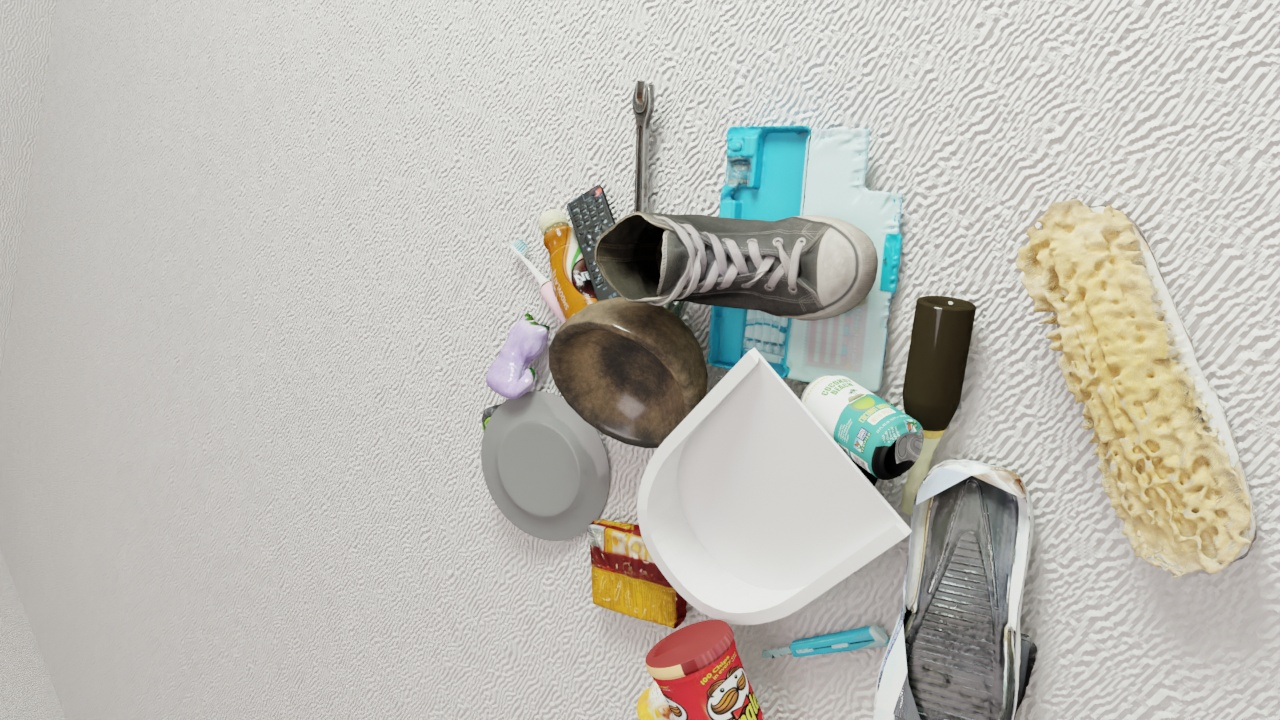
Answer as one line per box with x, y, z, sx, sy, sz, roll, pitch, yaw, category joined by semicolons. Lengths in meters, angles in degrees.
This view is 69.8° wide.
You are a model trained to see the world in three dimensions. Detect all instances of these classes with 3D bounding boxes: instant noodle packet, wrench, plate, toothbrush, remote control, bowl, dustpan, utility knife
-0.005;0.225;0.986;0.136;0.039;0.098;4;96;40;instant noodle packet
0.000;-0.152;0.949;0.070;0.010;0.273;-166;77;-70;wrench
-0.116;0.124;1.063;0.179;0.012;0.178;5;101;27;plate
-0.088;-0.063;1.041;0.026;0.027;0.222;-40;64;1;toothbrush
-0.039;-0.118;0.974;0.047;0.022;0.150;-29;59;17;remote control
-0.005;0.005;0.909;0.162;0.070;0.162;20;138;19;bowl
0.089;0.139;0.825;0.191;0.053;0.259;51;143;13;dustpan
0.168;0.266;0.852;0.141;0.015;0.022;-29;100;41;utility knife

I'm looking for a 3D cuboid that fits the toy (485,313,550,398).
-0.139;-0.002;1.071;0.080;0.036;0.099;30;88;47;toy

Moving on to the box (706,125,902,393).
0.146;-0.094;0.823;0.182;0.039;0.227;12;102;39;box

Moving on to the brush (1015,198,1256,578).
0.347;0.016;0.642;0.083;0.056;0.271;-24;78;39;brush

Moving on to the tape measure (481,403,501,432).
-0.164;0.084;1.118;0.059;0.035;0.065;-47;67;44;tape measure

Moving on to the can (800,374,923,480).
0.180;0.053;0.755;0.101;0.054;0.055;40;119;51;can

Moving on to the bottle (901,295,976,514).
0.236;0.041;0.752;0.045;0.045;0.185;18;113;39;bottle

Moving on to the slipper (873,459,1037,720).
0.257;0.212;0.738;0.111;0.063;0.264;7;90;32;slipper

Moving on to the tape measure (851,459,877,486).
0.174;0.096;0.814;0.071;0.042;0.072;27;108;41;tape measure

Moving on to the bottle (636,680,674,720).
0.042;0.342;0.937;0.063;0.063;0.109;49;123;27;bottle

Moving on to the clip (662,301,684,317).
0.027;-0.046;0.941;0.023;0.037;0.075;28;117;35;clip

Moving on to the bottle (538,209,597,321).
-0.072;-0.095;1.005;0.059;0.059;0.167;-45;57;35;bottle

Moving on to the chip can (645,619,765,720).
0.085;0.358;0.855;0.087;0.086;0.213;-20;95;41;chip can

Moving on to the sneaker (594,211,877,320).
0.078;-0.084;0.784;0.235;0.119;0.095;16;106;37;sneaker
